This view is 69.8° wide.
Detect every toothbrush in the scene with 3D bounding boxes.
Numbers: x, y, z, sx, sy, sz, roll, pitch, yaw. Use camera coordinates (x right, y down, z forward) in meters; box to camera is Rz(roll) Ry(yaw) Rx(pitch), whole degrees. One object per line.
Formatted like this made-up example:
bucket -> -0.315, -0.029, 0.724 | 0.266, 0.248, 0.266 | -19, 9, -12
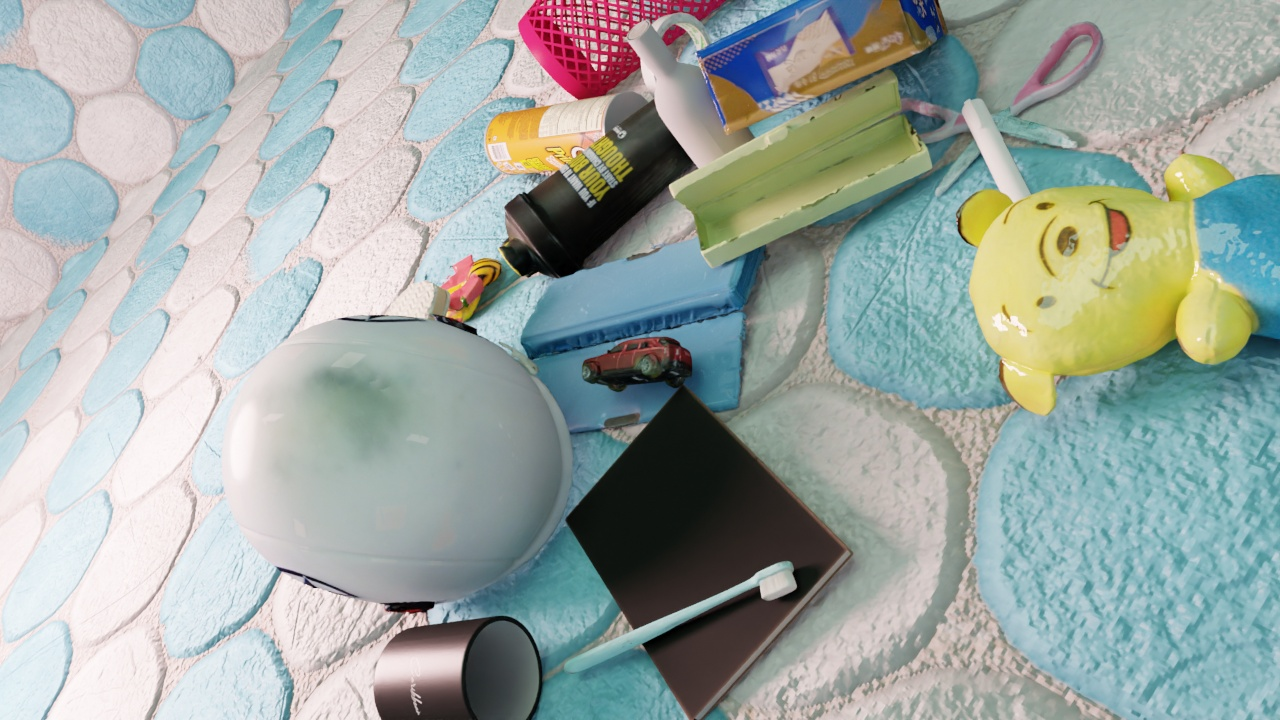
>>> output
toothbrush -> 0.020, 0.167, 0.580 | 0.181, 0.016, 0.016 | -30, 51, 25

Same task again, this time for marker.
marker -> 0.254, -0.138, 0.646 | 0.017, 0.020, 0.133 | -34, 45, 31

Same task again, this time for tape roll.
tape roll -> 0.040, -0.307, 0.945 | 0.018, 0.094, 0.093 | 11, 64, 48

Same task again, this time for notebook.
notebook -> 0.033, 0.119, 0.627 | 0.141, 0.008, 0.209 | -49, 38, 4

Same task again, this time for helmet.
helmet -> -0.194, 0.070, 0.698 | 0.264, 0.163, 0.236 | 10, 81, 14

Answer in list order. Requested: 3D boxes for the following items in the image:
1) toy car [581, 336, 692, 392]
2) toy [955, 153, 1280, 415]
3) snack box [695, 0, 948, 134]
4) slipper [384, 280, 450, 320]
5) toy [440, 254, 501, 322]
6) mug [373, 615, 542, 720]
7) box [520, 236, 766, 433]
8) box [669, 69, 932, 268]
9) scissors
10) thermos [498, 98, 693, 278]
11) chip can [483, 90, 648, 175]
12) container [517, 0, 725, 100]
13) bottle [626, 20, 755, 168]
toy car -> -0.004, 0.004, 0.715 | 0.091, 0.042, 0.036 | -13, 69, 33
toy -> 0.284, -0.047, 0.497 | 0.214, 0.084, 0.148 | -11, 48, 39
snack box -> 0.153, -0.256, 0.737 | 0.155, 0.069, 0.202 | -18, 14, 29
slipper -> -0.246, 0.053, 0.844 | 0.115, 0.054, 0.272 | 17, 77, 50
toy -> -0.193, -0.076, 0.995 | 0.103, 0.046, 0.084 | -49, 24, -12
mug -> -0.124, 0.238, 0.631 | 0.088, 0.078, 0.113 | -16, 72, 32
box -> -0.010, -0.025, 0.780 | 0.232, 0.047, 0.176 | -13, 50, 34
box -> 0.124, -0.147, 0.720 | 0.188, 0.090, 0.077 | -26, 16, 15
scissors -> 0.268, -0.194, 0.700 | 0.170, 0.013, 0.172 | -52, 41, -2
thermos -> -0.041, -0.165, 0.899 | 0.221, 0.098, 0.098 | -40, 38, 2
chip can -> -0.083, -0.249, 1.020 | 0.215, 0.075, 0.075 | 8, 62, 46
container -> -0.018, -0.417, 1.049 | 0.226, 0.183, 0.183 | -38, 38, 22
bottle -> 0.053, -0.193, 0.747 | 0.053, 0.195, 0.052 | -25, 42, 25
